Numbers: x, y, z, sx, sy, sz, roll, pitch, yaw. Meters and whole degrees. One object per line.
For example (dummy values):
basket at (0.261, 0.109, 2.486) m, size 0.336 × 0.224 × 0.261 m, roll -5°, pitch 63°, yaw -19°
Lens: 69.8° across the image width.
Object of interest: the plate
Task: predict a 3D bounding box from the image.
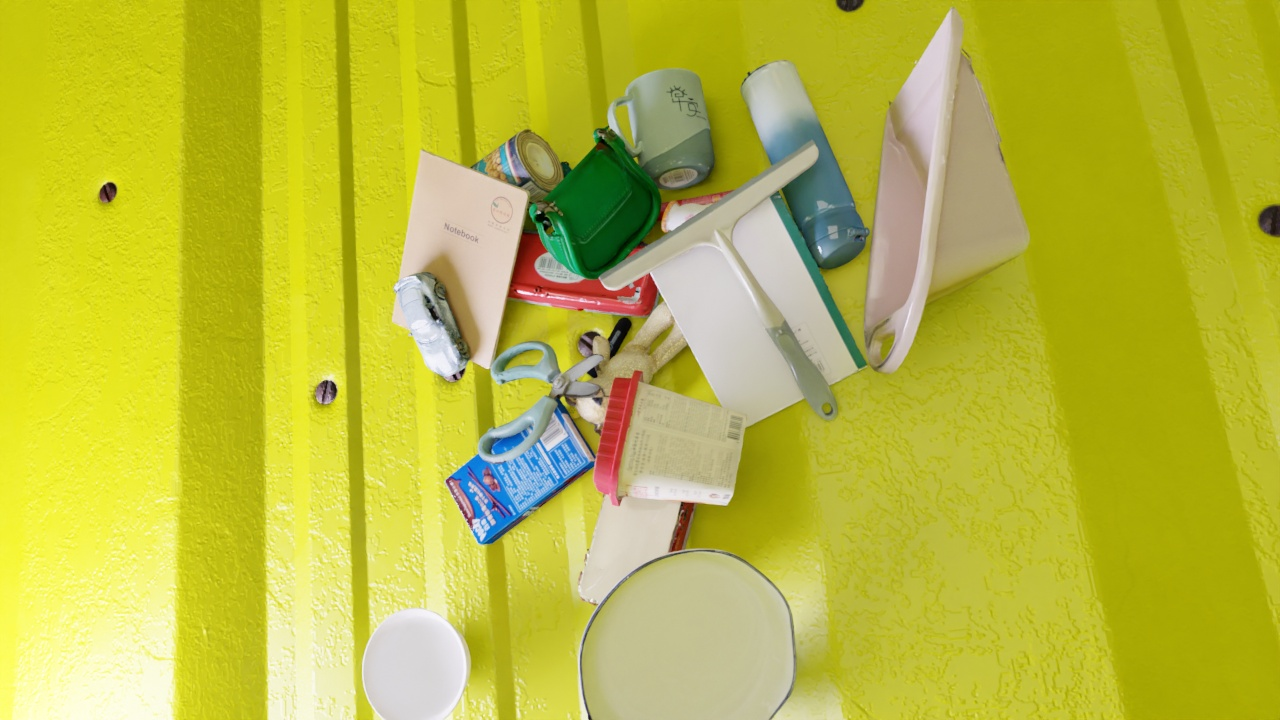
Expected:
plate at (0.042, 0.271, 0.849) m, size 0.204 × 0.045 × 0.205 m, roll -1°, pitch 95°, yaw -10°

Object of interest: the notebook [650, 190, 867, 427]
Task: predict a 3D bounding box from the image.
notebook at (0.113, -0.052, 0.916) m, size 0.150 × 0.012 × 0.209 m, roll -27°, pitch 95°, yaw 8°

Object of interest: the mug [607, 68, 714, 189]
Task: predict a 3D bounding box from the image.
mug at (0.020, -0.244, 0.977) m, size 0.111 × 0.082 × 0.106 m, roll -3°, pitch 78°, yaw -26°

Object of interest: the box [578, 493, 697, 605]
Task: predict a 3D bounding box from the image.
box at (-0.001, 0.165, 0.909) m, size 0.091 × 0.079 × 0.168 m, roll 13°, pitch 82°, yaw 18°

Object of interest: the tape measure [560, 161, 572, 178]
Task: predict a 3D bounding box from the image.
tape measure at (-0.091, -0.193, 1.041) m, size 0.054 × 0.025 × 0.058 m, roll -35°, pitch 70°, yaw 6°

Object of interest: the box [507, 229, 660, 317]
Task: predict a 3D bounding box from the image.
box at (-0.073, -0.099, 1.012) m, size 0.201 × 0.048 × 0.087 m, roll 9°, pitch 79°, yaw 18°

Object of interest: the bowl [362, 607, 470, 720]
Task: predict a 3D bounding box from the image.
bowl at (-0.219, 0.316, 0.950) m, size 0.118 × 0.064 × 0.118 m, roll -4°, pitch 77°, yaw 15°

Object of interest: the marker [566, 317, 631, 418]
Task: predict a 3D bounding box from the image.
marker at (-0.045, 0.008, 0.989) m, size 0.018 × 0.015 × 0.124 m, roll 30°, pitch 89°, yaw 16°

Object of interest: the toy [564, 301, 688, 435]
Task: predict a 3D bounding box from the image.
toy at (-0.006, 0.006, 0.952) m, size 0.105 × 0.066 × 0.157 m, roll 44°, pitch 90°, yaw 3°

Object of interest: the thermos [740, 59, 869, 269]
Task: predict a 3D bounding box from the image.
thermos at (0.167, -0.200, 0.945) m, size 0.070 × 0.070 × 0.220 m, roll -21°, pitch 74°, yaw 11°

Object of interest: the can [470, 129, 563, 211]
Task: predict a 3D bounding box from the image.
can at (-0.148, -0.196, 1.014) m, size 0.111 × 0.075 × 0.075 m, roll -26°, pitch 71°, yaw 31°

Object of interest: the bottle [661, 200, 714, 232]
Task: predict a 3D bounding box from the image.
bottle at (0.077, -0.135, 0.957) m, size 0.108 × 0.063 × 0.063 m, roll 22°, pitch 85°, yaw 19°

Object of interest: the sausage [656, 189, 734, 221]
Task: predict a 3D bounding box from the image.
sausage at (0.055, -0.167, 0.995) m, size 0.156 × 0.020 × 0.020 m, roll -8°, pitch 76°, yaw 15°

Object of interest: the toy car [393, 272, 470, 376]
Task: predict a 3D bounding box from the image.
toy car at (-0.234, -0.039, 1.026) m, size 0.054 × 0.036 × 0.120 m, roll -21°, pitch 96°, yaw 30°

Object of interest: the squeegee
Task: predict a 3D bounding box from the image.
squeegee at (0.125, -0.043, 0.890) m, size 0.247 × 0.039 × 0.246 m, roll -31°, pitch 94°, yaw 7°

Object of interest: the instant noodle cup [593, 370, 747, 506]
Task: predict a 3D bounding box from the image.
instant noodle cup at (0.028, 0.081, 0.841) m, size 0.124 × 0.116 × 0.116 m, roll 11°, pitch 74°, yaw 5°

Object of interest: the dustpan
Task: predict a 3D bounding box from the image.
dustpan at (0.235, -0.137, 0.830) m, size 0.139 × 0.222 × 0.273 m, roll -19°, pitch 81°, yaw -1°

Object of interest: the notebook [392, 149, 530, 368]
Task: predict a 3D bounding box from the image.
notebook at (-0.204, -0.111, 1.017) m, size 0.148 × 0.008 × 0.208 m, roll 25°, pitch 114°, yaw 20°

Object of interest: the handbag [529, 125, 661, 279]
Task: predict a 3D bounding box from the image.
handbag at (-0.047, -0.157, 0.934) m, size 0.068 × 0.120 × 0.131 m, roll 35°, pitch 79°, yaw 31°

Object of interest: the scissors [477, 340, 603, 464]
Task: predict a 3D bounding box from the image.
scissors at (-0.113, 0.047, 0.958) m, size 0.174 × 0.019 × 0.177 m, roll 8°, pitch 67°, yaw 42°

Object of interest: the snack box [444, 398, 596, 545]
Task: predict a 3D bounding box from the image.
snack box at (-0.128, 0.118, 0.978) m, size 0.157 × 0.026 × 0.084 m, roll -38°, pitch 71°, yaw 12°
